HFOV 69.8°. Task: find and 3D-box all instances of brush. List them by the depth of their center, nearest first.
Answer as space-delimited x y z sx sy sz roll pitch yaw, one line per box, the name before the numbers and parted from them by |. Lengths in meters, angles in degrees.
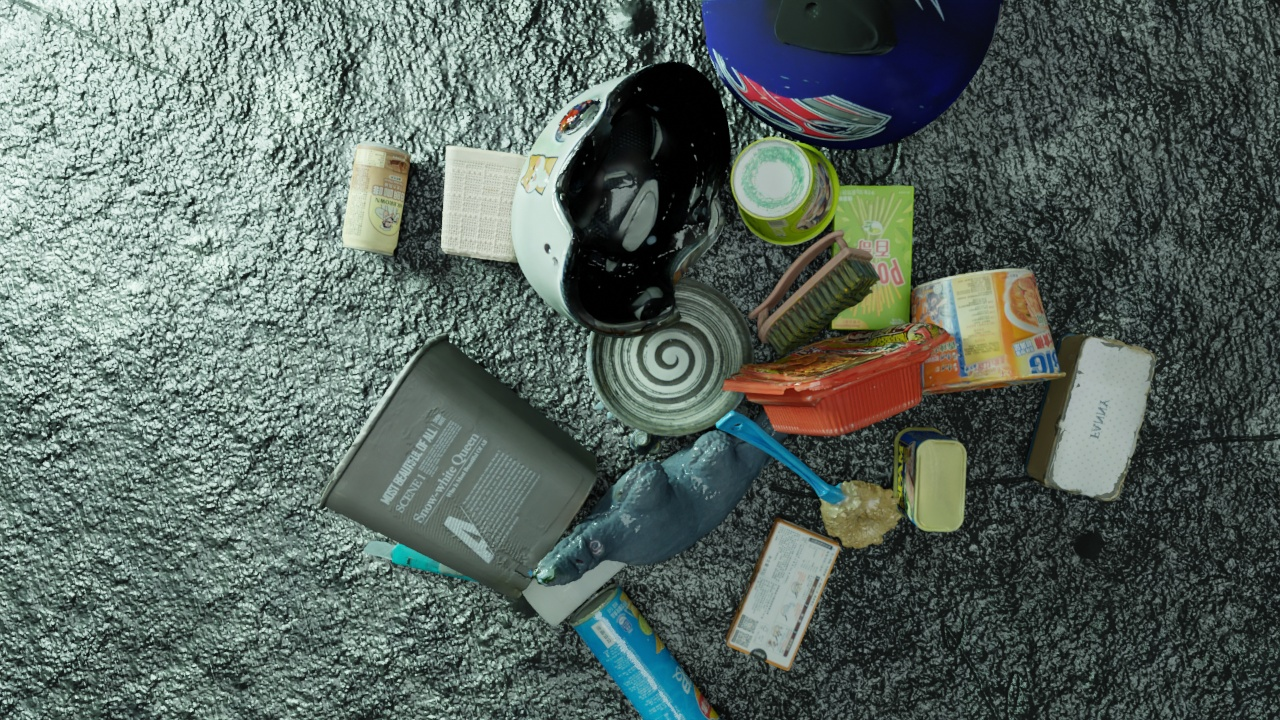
brush | 0.176 0.121 0.954 0.254 0.045 0.083 35 120 -24
brush | 0.178 -0.069 0.973 0.146 0.063 0.073 -44 67 30

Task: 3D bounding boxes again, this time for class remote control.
remote control | -0.061 0.230 1.029 0.150 0.021 0.058 -41 90 4

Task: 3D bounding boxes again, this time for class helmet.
helmet | 0.177 -0.342 0.889 0.315 0.246 0.241 33 111 9
helmet | -0.035 -0.164 0.933 0.157 0.230 0.274 14 82 39

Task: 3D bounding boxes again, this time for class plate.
plate | 0.031 -0.004 0.986 0.179 0.024 0.179 0 74 0

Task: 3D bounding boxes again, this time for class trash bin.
trash bin | -0.177 0.114 0.951 0.220 0.198 0.199 34 93 -5

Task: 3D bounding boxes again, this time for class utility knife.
utility knife | -0.226 0.232 1.041 0.182 0.013 0.029 12 92 2

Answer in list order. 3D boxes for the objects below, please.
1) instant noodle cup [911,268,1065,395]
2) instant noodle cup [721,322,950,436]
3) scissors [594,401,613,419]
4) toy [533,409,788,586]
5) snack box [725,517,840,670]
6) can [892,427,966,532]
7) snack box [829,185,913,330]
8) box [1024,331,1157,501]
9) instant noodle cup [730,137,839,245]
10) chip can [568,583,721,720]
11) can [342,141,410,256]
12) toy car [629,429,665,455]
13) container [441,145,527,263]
instant noodle cup | 0.347 -0.028 0.944 0.151 0.151 0.111 -6 84 3
instant noodle cup | 0.194 0.022 0.912 0.188 0.165 0.079 -17 97 -23
scissors | -0.009 0.005 1.022 0.137 0.017 0.073 -42 90 7
toy | 0.035 0.144 0.955 0.355 0.138 0.091 -28 65 -27
snack box | 0.157 0.259 1.019 0.075 0.026 0.154 22 93 2
can | 0.308 0.126 0.978 0.057 0.083 0.102 1 93 2
snack box | 0.251 -0.111 0.998 0.086 0.026 0.156 2 93 3
box | 0.481 0.053 0.980 0.090 0.061 0.184 16 91 1
instant noodle cup | 0.143 -0.179 0.940 0.112 0.123 0.111 1 92 17
chip can | 0.012 0.349 1.008 0.071 0.071 0.210 -37 90 3
can | -0.289 -0.176 1.003 0.058 0.058 0.116 11 93 2
toy car | 0.021 0.065 1.009 0.034 0.043 0.090 38 91 27
container | -0.162 -0.164 0.984 0.090 0.090 0.111 8 95 2
